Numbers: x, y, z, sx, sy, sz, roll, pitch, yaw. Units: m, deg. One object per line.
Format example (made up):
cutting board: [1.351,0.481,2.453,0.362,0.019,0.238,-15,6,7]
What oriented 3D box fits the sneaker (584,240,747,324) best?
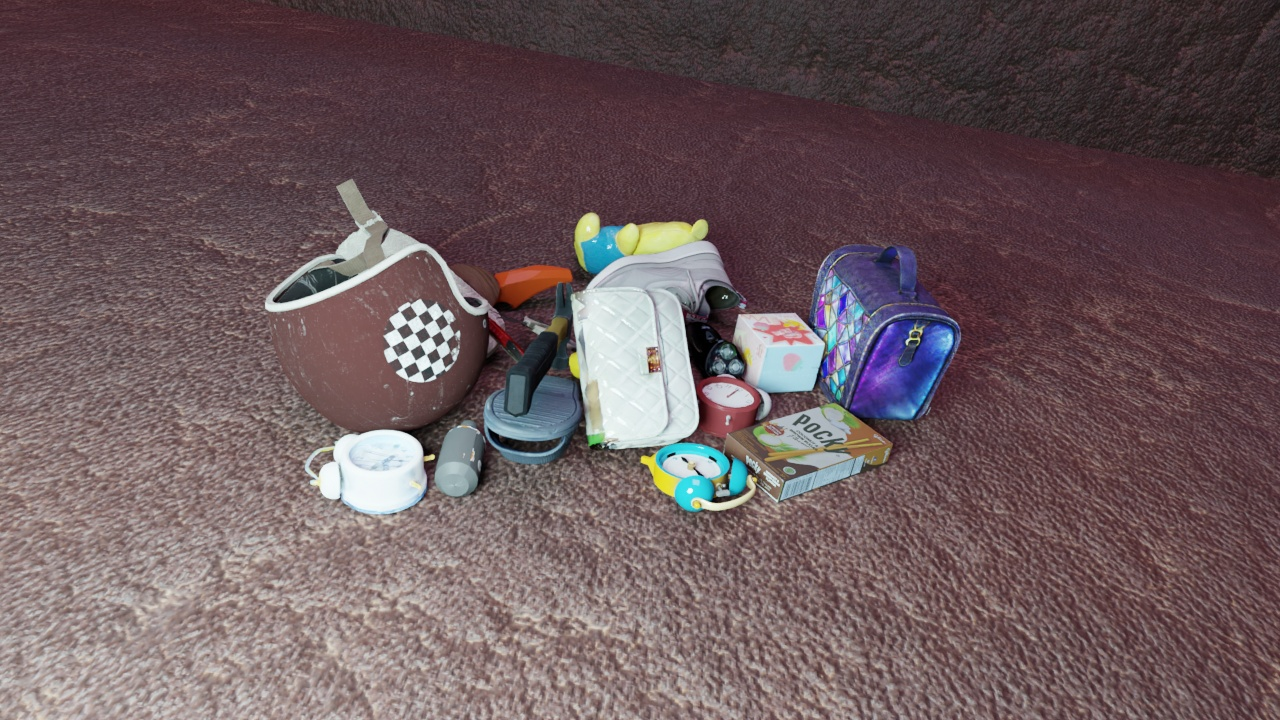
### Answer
sneaker: [0.035,-0.094,1.374,0.262,0.097,0.128,-17,52,-29]

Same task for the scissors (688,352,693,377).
scissors: [0.051,-0.007,1.236,0.141,0.014,0.164,35,18,-47]

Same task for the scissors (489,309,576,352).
scissors: [-0.141,-0.043,1.232,0.153,0.012,0.163,30,5,-4]

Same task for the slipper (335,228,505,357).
slipper: [-0.297,-0.084,1.242,0.263,0.052,0.115,34,75,11]

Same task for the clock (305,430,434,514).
clock: [-0.281,0.112,0.947,0.125,0.052,0.088,6,30,-1]

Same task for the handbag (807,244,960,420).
handbag: [0.323,-0.049,1.238,0.125,0.222,0.204,4,31,-12]

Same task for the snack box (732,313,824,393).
snack box: [0.188,-0.012,1.277,0.093,0.080,0.094,-2,32,-20]

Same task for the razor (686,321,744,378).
razor: [0.100,-0.020,1.281,0.053,0.064,0.140,0,32,-19]

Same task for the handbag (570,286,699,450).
handbag: [-0.006,0.006,1.091,0.138,0.073,0.194,-3,74,-20]

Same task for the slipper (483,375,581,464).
slipper: [-0.117,0.074,1.045,0.101,0.082,0.263,9,10,0]

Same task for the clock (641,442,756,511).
clock: [0.067,0.130,1.031,0.098,0.044,0.130,-16,31,-38]

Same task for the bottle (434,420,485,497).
bottle: [-0.193,0.102,0.993,0.047,0.047,0.112,7,29,-6]

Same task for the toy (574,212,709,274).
toy: [-0.002,-0.180,1.483,0.214,0.084,0.149,4,-11,-2]

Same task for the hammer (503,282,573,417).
hammer: [-0.108,-0.012,1.033,0.025,0.118,0.332,7,14,2]

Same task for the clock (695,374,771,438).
clock: [0.114,0.055,1.174,0.087,0.044,0.124,27,34,27]

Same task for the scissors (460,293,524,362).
scissors: [-0.188,-0.042,1.151,0.015,0.179,0.199,-45,55,-7]

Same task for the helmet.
helmet: [-0.291,-0.047,1.020,0.234,0.254,0.233,1,34,43]

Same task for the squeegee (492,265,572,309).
squeegee: [-0.188,-0.107,1.356,0.184,0.055,0.249,-16,37,-25]

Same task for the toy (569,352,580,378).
toy: [-0.021,0.002,1.179,0.119,0.099,0.097,32,-8,2]

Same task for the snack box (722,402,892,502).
snack box: [0.205,0.108,1.119,0.185,0.032,0.101,-12,36,-34]

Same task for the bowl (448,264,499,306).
bowl: [-0.262,-0.102,1.302,0.119,0.032,0.119,-6,46,6]
